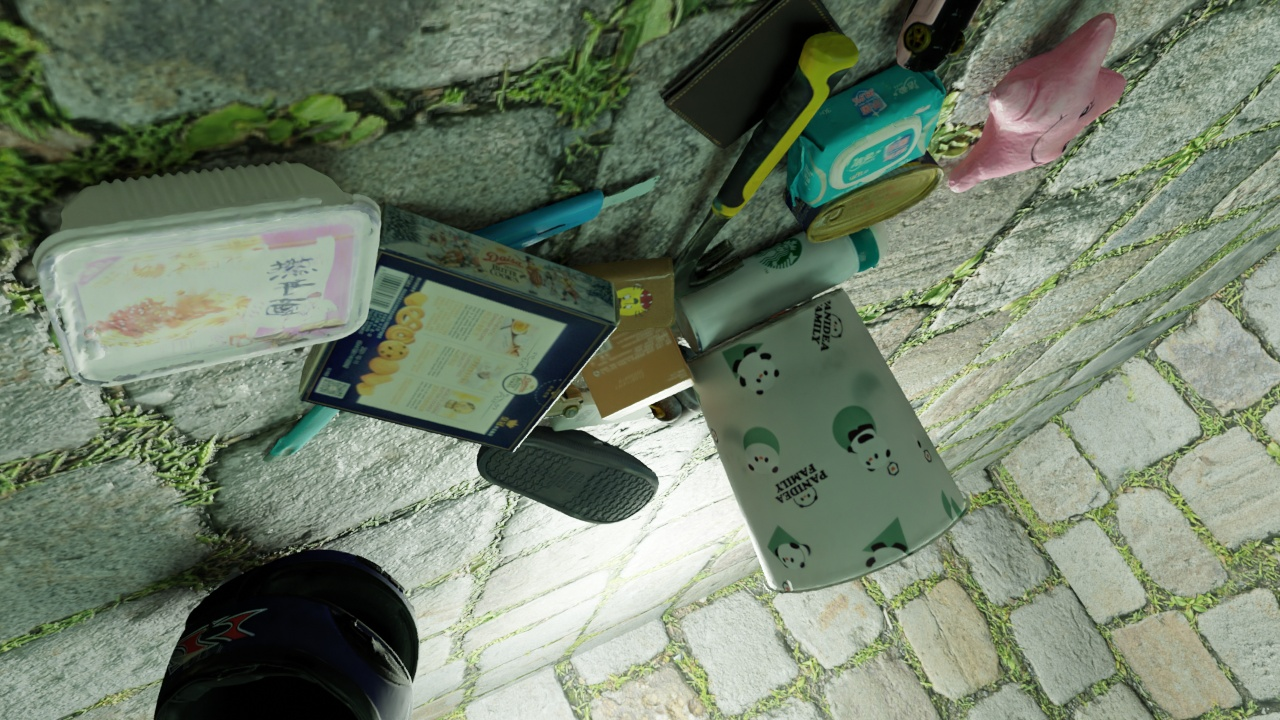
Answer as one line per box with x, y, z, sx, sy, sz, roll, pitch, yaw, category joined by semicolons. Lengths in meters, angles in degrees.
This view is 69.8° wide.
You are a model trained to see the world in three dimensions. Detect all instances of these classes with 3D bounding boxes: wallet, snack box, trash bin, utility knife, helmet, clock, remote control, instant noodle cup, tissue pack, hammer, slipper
-0.027;-0.051;0.787;0.115;0.033;0.090;-7;147;-1;wallet
-0.138;-0.013;0.687;0.182;0.045;0.178;17;135;-28;snack box
0.179;0.076;0.954;0.229;0.252;0.229;-26;-179;0;trash bin
-0.251;0.027;0.772;0.224;0.013;0.029;-40;155;26;utility knife
-0.353;0.321;0.984;0.316;0.247;0.239;-34;-163;28;helmet
-0.005;0.005;0.890;0.093;0.077;0.094;-25;174;2;snack box
0.036;0.029;1.024;0.055;0.082;0.121;-36;160;33;clock
-0.038;0.053;1.065;0.149;0.021;0.058;-3;147;-47;remote control
-0.248;-0.058;0.533;0.173;0.060;0.138;-16;155;-30;instant noodle cup
0.182;-0.186;0.768;0.133;0.050;0.093;-27;159;-3;tissue pack
0.078;-0.137;0.745;0.126;0.032;0.324;-17;160;-30;hammer
-0.083;0.119;1.098;0.111;0.083;0.268;-41;136;23;slipper
-0.072;-0.104;0.694;0.194;0.018;0.034;-24;157;-15;utility knife
0.084;-0.206;0.652;0.122;0.020;0.096;-37;152;21;wallet

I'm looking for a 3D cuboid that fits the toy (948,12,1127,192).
0.384;-0.240;0.853;0.178;0.074;0.195;-24;156;-12;toy

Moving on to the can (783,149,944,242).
0.207;-0.161;0.852;0.148;0.049;0.075;-22;157;-14;can

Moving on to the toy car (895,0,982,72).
0.227;-0.268;0.666;0.056;0.037;0.123;-12;141;-40;toy car

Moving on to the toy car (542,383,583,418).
-0.099;0.038;0.934;0.090;0.042;0.035;-4;128;-35;toy car

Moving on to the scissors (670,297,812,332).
0.099;-0.044;1.016;0.234;0.021;0.143;-24;158;-12;scissors

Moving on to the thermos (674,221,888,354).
0.141;-0.086;0.920;0.224;0.073;0.073;-26;158;-7;thermos
